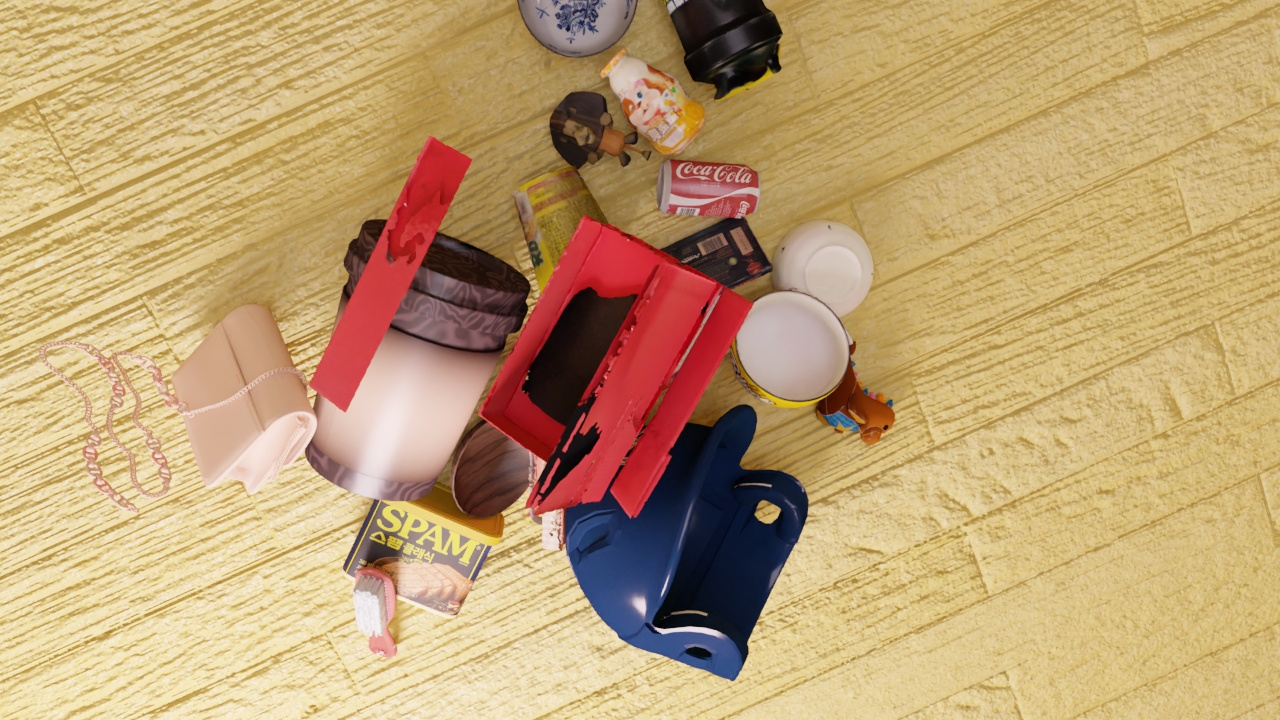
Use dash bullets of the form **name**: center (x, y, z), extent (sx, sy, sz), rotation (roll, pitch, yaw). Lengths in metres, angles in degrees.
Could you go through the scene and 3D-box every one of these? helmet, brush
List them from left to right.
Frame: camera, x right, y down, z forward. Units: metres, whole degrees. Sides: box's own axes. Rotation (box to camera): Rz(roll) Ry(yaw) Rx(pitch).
- **brush**: center (-0.271, 0.269, 0.937), extent (0.041, 0.030, 0.173), rotation (13, 135, 2)
- **helmet**: center (0.039, 0.156, 0.888), extent (0.223, 0.231, 0.273), rotation (26, 132, 11)

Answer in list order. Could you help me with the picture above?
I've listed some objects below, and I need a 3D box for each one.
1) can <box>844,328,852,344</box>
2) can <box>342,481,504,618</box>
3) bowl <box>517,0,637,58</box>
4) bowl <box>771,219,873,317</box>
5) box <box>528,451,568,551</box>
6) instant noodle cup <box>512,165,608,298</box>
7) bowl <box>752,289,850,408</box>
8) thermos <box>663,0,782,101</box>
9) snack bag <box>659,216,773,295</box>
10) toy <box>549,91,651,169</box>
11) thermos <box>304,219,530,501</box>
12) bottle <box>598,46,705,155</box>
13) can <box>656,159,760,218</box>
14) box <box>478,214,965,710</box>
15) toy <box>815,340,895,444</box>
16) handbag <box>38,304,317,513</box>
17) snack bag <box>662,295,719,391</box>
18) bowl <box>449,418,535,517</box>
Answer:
- **can**: center (0.178, -0.004, 0.974), extent (0.095, 0.032, 0.032), rotation (-36, 103, 2)
- **can**: center (-0.225, 0.188, 0.948), extent (0.135, 0.075, 0.104), rotation (26, 100, -11)
- **bowl**: center (-0.060, -0.344, 0.868), extent (0.114, 0.045, 0.114), rotation (-1, 102, -6)
- **bowl**: center (0.191, -0.092, 0.947), extent (0.105, 0.054, 0.105), rotation (-1, 101, -6)
- **box**: center (-0.093, 0.104, 0.922), extent (0.054, 0.078, 0.187), rotation (-16, 123, -33)
- **instant noodle cup**: center (-0.073, -0.125, 0.890), extent (0.102, 0.102, 0.108), rotation (-24, 96, -1)
- **bowl**: center (0.143, -0.005, 0.920), extent (0.117, 0.068, 0.117), rotation (3, 71, -8)
- **thermos**: center (0.058, -0.359, 0.860), extent (0.098, 0.098, 0.221), rotation (-27, 98, -1)
- **snack bag**: center (0.050, -0.090, 0.929), extent (0.155, 0.018, 0.074), rotation (-24, 65, 0)
- **toy**: center (-0.038, -0.216, 0.886), extent (0.100, 0.062, 0.076), rotation (25, 117, 7)
- **thermos**: center (-0.219, 0.003, 0.868), extent (0.172, 0.172, 0.226), rotation (21, 105, -11)
- **bottle**: center (0.010, -0.251, 0.887), extent (0.109, 0.063, 0.063), rotation (43, 94, -12)
- **can**: center (0.067, -0.171, 0.915), extent (0.096, 0.054, 0.054), rotation (2, 101, -7)
- **box**: center (0.042, 0.051, 0.717), extent (0.107, 0.410, 0.211), rotation (21, 102, -47)
- **toy**: center (0.239, 0.035, 0.990), extent (0.090, 0.071, 0.103), rotation (20, 76, -23)
- **handbag**: center (-0.391, 0.027, 0.807), extent (0.117, 0.198, 0.187), rotation (-46, 145, 14)
- **snack bag**: center (-0.006, 0.006, 0.953), extent (0.225, 0.041, 0.077), rotation (-30, 103, 2)
- **bowl**: center (-0.153, 0.100, 0.938), extent (0.119, 0.032, 0.119), rotation (-29, 132, -39)
